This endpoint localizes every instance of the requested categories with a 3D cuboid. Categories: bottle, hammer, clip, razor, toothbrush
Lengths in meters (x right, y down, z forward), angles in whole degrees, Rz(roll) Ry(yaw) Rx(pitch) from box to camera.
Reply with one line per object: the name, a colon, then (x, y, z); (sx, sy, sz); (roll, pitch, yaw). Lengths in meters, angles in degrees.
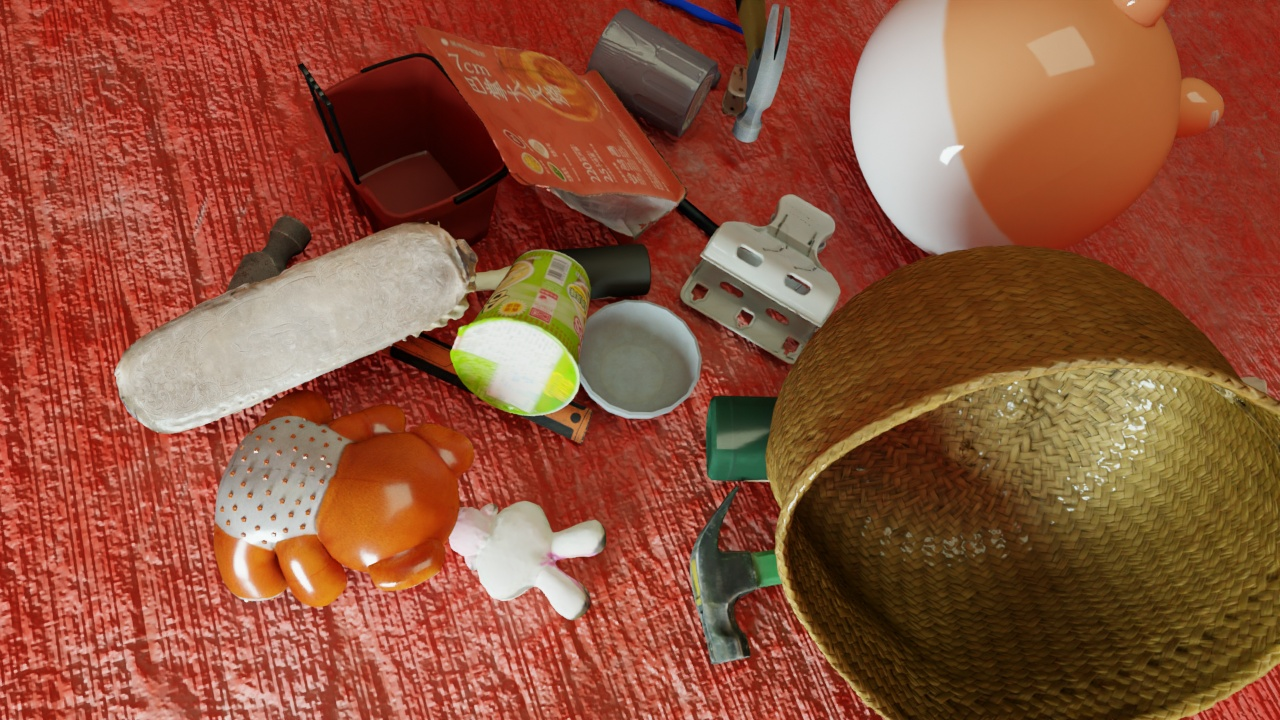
bottle: (0.121, 0.065, 0.745); (0.131, 0.061, 0.061); (1, 62, 0)
hammer: (-0.190, 0.001, 0.747); (0.314, 0.035, 0.137); (24, 63, 2)
hammer: (0.108, -0.370, 0.917); (0.025, 0.118, 0.332); (7, 51, -10)
bottle: (-0.085, -0.072, 0.792); (0.184, 0.045, 0.045); (-5, 66, -12)
clip: (0.124, -0.088, 0.820); (0.126, 0.096, 0.152); (32, 74, 3)
clip: (0.099, -0.280, 0.925); (0.024, 0.041, 0.060); (12, 69, -6)
razor: (0.028, -0.161, 0.869); (0.144, 0.022, 0.042); (47, 26, 9)
toothbrush: (0.056, -0.370, 0.976); (0.182, 0.018, 0.016); (28, 63, 7)
hammer: (0.194, 0.151, 0.744); (0.318, 0.032, 0.130); (-7, 66, -13)

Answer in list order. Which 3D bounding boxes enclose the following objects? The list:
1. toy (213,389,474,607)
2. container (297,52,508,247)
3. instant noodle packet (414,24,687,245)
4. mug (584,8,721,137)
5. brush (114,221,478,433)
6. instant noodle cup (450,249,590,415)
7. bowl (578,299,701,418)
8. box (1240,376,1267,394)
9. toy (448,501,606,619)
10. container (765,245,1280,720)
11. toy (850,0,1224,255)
toy: (-0.213, 0.100, 0.671); (0.172, 0.093, 0.163); (7, 61, 7)
container: (-0.188, -0.175, 0.736); (0.126, 0.201, 0.148); (-31, 74, -21)
instant noodle packet: (-0.074, -0.188, 0.752); (0.084, 0.220, 0.164); (-39, 74, 20)
mug: (0.018, -0.285, 0.899); (0.104, 0.084, 0.123); (30, 37, 4)
brush: (-0.251, -0.026, 0.680); (0.271, 0.056, 0.083); (-24, 94, 0)
instant noodle cup: (-0.083, -0.028, 0.719); (0.099, 0.099, 0.107); (18, 43, -1)
bowl: (-0.005, 0.004, 0.773); (0.106, 0.039, 0.106); (4, 65, -8)
box: (0.404, 0.095, 0.722); (0.050, 0.184, 0.143); (15, 67, -10)
toy: (-0.088, 0.144, 0.695); (0.122, 0.038, 0.079); (20, 76, 0)
container: (0.240, 0.077, 0.596); (0.307, 0.308, 0.196); (14, 32, -3)
toy: (0.329, -0.222, 0.801); (0.263, 0.281, 0.265); (45, 54, -28)
